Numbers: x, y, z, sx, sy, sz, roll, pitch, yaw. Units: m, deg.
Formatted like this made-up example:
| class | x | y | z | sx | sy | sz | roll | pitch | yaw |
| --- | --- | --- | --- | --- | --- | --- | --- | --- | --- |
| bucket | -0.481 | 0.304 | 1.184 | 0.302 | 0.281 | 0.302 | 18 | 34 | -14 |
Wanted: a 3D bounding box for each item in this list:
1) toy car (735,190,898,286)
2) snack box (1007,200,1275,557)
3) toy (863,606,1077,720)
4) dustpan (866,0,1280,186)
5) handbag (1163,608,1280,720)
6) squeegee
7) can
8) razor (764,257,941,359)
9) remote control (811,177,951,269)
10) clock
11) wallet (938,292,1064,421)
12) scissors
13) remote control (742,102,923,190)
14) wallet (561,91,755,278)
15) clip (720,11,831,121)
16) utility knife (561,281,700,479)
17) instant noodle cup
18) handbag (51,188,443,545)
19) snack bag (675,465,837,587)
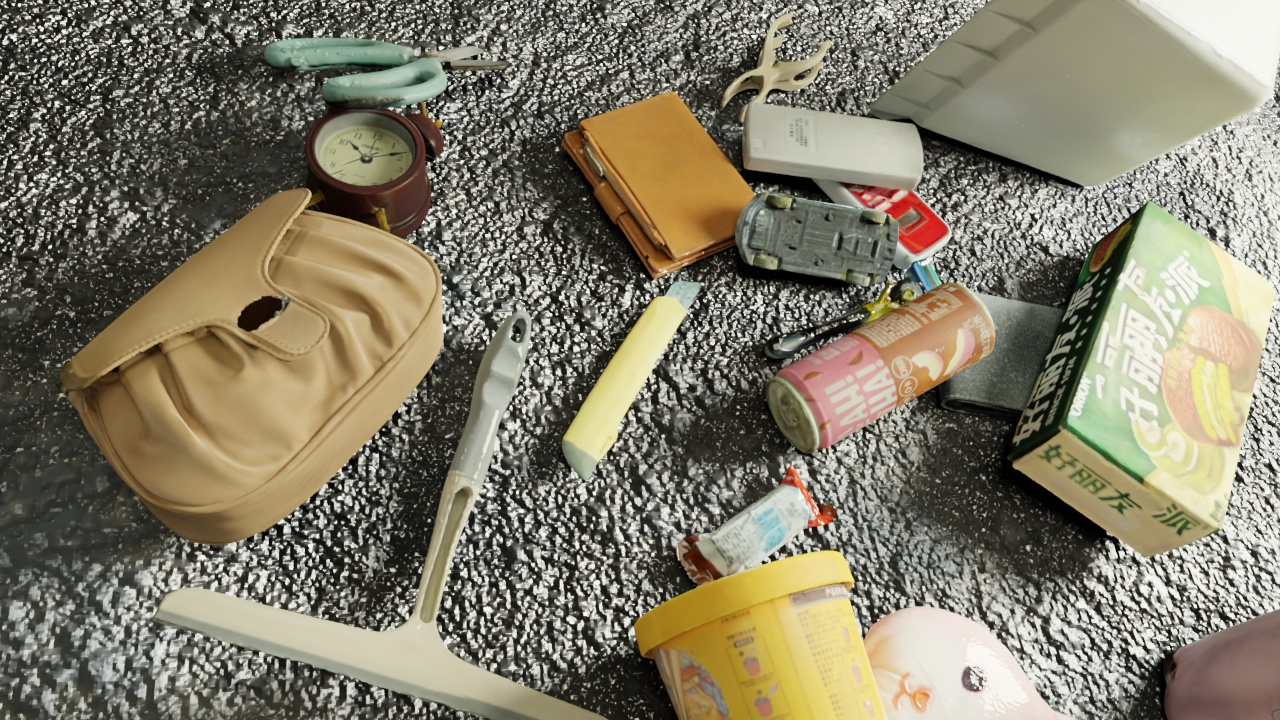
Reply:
| class | x | y | z | sx | sy | sz | roll | pitch | yaw |
| --- | --- | --- | --- | --- | --- | --- | --- | --- | --- |
| toy car | 0.125 | -0.086 | 0.651 | 0.120 | 0.037 | 0.054 | 7 | 105 | -15 |
| snack box | 0.348 | 0.006 | 0.630 | 0.114 | 0.063 | 0.239 | 36 | 58 | 3 |
| toy | 0.189 | 0.212 | 0.513 | 0.159 | 0.054 | 0.121 | 29 | 62 | -1 |
| dustpan | 0.350 | -0.241 | 0.687 | 0.257 | 0.223 | 0.142 | 22 | 73 | -12 |
| handbag | 0.405 | 0.182 | 0.487 | 0.145 | 0.197 | 0.098 | 20 | 61 | 0 |
| squeegee | -0.103 | 0.074 | 0.533 | 0.246 | 0.039 | 0.246 | 24 | 54 | -18 |
| can | 0.157 | 0.004 | 0.599 | 0.147 | 0.058 | 0.058 | -27 | 71 | -13 |
| razor | 0.149 | -0.028 | 0.644 | 0.142 | 0.022 | 0.042 | -21 | 76 | -13 |
| remote control | 0.176 | -0.130 | 0.702 | 0.055 | 0.020 | 0.136 | -33 | 74 | -23 |
| clock | -0.179 | -0.134 | 0.614 | 0.082 | 0.055 | 0.121 | 15 | 60 | -3 |
| wallet | 0.267 | -0.003 | 0.657 | 0.121 | 0.019 | 0.097 | 10 | 62 | -9 |
| scissors | -0.169 | -0.200 | 0.638 | 0.174 | 0.019 | 0.176 | -3 | 32 | -18 |
| remote control | 0.144 | -0.160 | 0.688 | 0.135 | 0.019 | 0.056 | 6 | 60 | -5 |
| wallet | 0.019 | -0.130 | 0.665 | 0.107 | 0.031 | 0.131 | -26 | 71 | -26 |
| clip | 0.117 | -0.226 | 0.733 | 0.089 | 0.035 | 0.103 | 22 | 66 | 1 |
| utility knife | -0.004 | 0.004 | 0.600 | 0.031 | 0.019 | 0.174 | 32 | 63 | 1 |
| instant noodle cup | 0.070 | 0.172 | 0.470 | 0.118 | 0.119 | 0.114 | -13 | 66 | -17 |
| handbag | -0.211 | -0.006 | 0.517 | 0.148 | 0.100 | 0.204 | 33 | 59 | 7 |
| snack bag | 0.072 | 0.104 | 0.558 | 0.105 | 0.026 | 0.045 | -31 | 82 | -22 |
